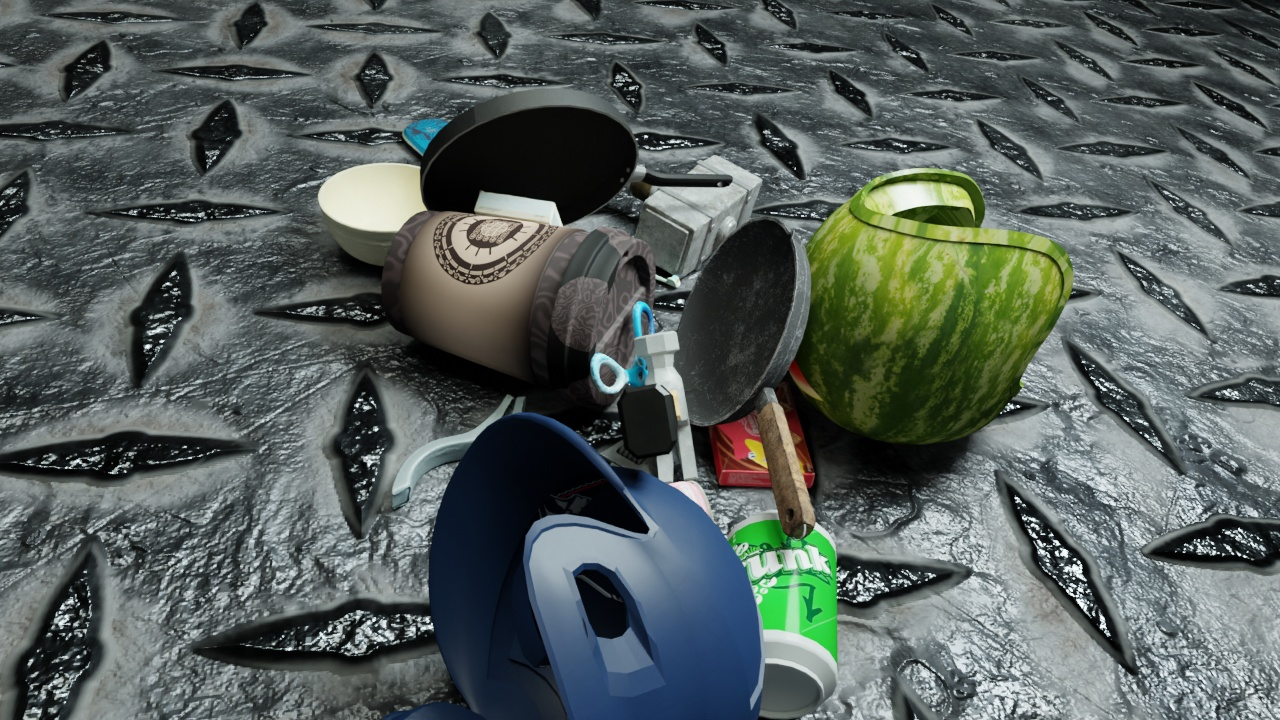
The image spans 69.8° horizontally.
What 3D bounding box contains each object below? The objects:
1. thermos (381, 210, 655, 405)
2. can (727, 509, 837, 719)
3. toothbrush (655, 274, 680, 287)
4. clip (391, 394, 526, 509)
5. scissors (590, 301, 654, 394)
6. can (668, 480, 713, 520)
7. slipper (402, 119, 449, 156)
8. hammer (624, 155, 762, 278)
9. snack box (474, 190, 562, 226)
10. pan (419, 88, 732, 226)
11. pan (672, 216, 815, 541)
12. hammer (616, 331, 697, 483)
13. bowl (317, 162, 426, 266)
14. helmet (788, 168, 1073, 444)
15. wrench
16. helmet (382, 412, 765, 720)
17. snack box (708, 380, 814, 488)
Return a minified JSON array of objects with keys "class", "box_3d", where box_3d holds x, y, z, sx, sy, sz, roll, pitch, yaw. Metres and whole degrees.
[{"class":"thermos","box_3d":[-0.120,-0.062,0.894,0.226,0.173,0.172,15,39,17]},{"class":"can","box_3d":[0.103,0.187,0.688,0.088,0.088,0.139,11,39,3]},{"class":"toothbrush","box_3d":[-0.022,-0.120,1.094,0.155,0.015,0.022,25,7,18]},{"class":"clip","box_3d":[-0.143,0.100,0.797,0.165,0.032,0.164,-17,47,-29]},{"class":"scissors","box_3d":[-0.005,0.004,0.848,0.011,0.134,0.139,-10,64,32]},{"class":"can","box_3d":[0.013,0.136,0.748,0.076,0.067,0.067,-7,42,-20]},{"class":"slipper","box_3d":[-0.207,-0.268,1.206,0.295,0.060,0.118,34,49,28]},{"class":"hammer","box_3d":[-0.022,-0.237,1.160,0.326,0.080,0.176,32,44,17]},{"class":"snack box","box_3d":[-0.120,-0.129,0.986,0.082,0.150,0.026,10,71,9]},{"class":"pan","box_3d":[-0.056,-0.202,0.972,0.355,0.226,0.034,-5,67,-28]},{"class":"pan","box_3d":[0.103,0.017,0.792,0.040,0.208,0.356,19,35,-24]},{"class":"hammer","box_3d":[0.015,0.038,0.687,0.039,0.131,0.328,-10,-2,4]},{"class":"bowl","box_3d":[-0.283,-0.155,1.039,0.150,0.075,0.150,5,39,-4]},{"class":"helmet","box_3d":[0.251,-0.037,0.862,0.243,0.248,0.213,-5,32,-10]},{"class":"wrench","box_3d":[0.017,0.046,0.900,0.073,0.018,0.272,14,38,5]},{"class":"helmet","box_3d":[-0.042,0.161,0.581,0.222,0.233,0.272,-8,53,-49]},{"class":"snack box","box_3d":[0.111,0.067,0.886,0.089,0.021,0.132,3,40,-8]}]
